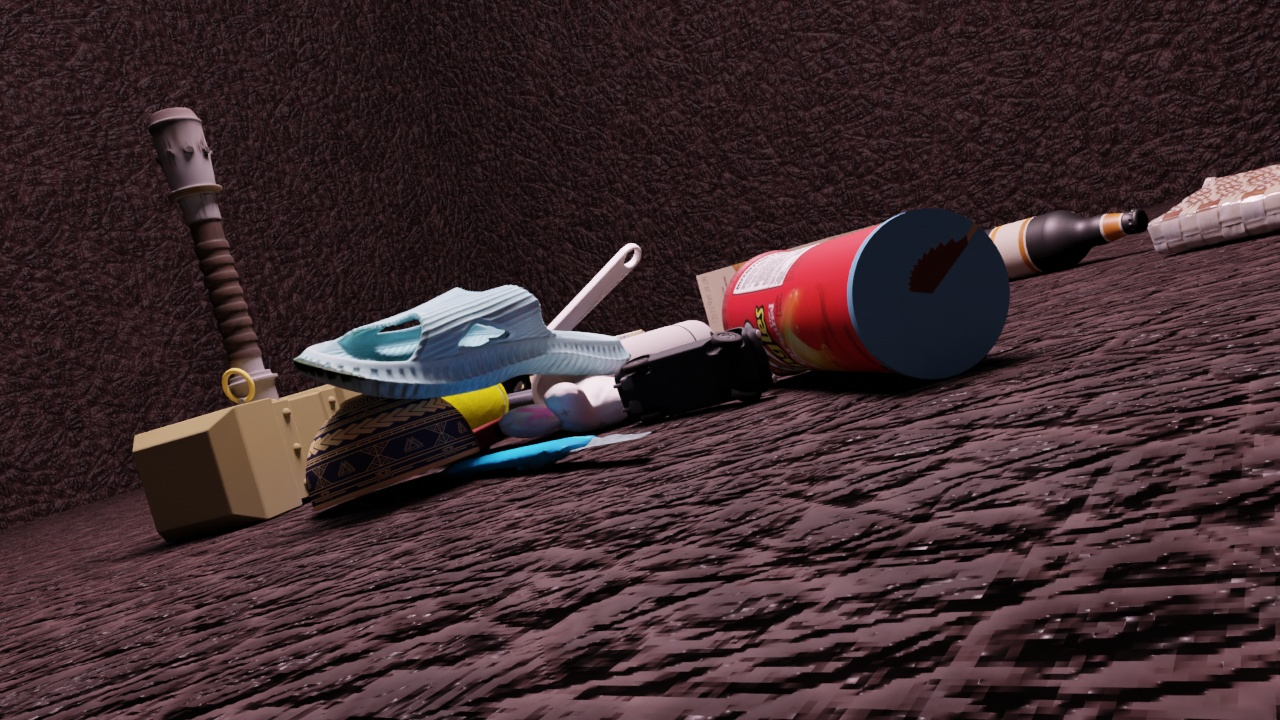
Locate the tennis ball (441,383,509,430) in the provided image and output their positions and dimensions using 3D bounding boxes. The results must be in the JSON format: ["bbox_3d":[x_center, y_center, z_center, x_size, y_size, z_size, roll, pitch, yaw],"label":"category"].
[{"bbox_3d":[-0.147,0.041,0.800,0.065,0.065,0.065,-16,2,1],"label":"tennis ball"}]

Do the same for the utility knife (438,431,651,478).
[{"bbox_3d":[-0.058,0.053,0.517,0.031,0.015,0.207,-19,0,-38],"label":"utility knife"}]

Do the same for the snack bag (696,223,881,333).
[{"bbox_3d":[0.173,-0.071,0.954,0.206,0.094,0.069,-15,3,11],"label":"snack bag"}]

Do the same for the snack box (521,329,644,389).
[{"bbox_3d":[-0.108,0.018,1.201,0.207,0.055,0.153,-17,3,-24],"label":"snack box"}]

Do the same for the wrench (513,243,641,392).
[{"bbox_3d":[-0.096,-0.033,1.046,0.273,0.018,0.066,-46,-34,-6],"label":"wrench"}]

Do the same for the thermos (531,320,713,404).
[{"bbox_3d":[-0.005,0.005,0.836,0.052,0.052,0.223,-14,4,39],"label":"thermos"}]

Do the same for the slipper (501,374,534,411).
[{"bbox_3d":[-0.071,0.004,1.001,0.111,0.083,0.267,-12,2,28],"label":"slipper"}]

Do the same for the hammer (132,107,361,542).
[{"bbox_3d":[-0.330,-0.041,0.740,0.101,0.325,0.190,-15,3,21],"label":"hammer"}]

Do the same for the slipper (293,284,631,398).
[{"bbox_3d":[-0.109,-0.018,0.632,0.116,0.069,0.275,5,6,39],"label":"slipper"}]

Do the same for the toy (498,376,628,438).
[{"bbox_3d":[-0.035,0.031,0.644,0.076,0.037,0.125,-19,-5,36],"label":"toy"}]

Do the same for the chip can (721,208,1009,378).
[{"bbox_3d":[0.117,-0.032,0.535,0.087,0.087,0.213,-16,3,-10],"label":"chip can"}]

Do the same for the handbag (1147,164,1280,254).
[{"bbox_3d":[0.510,-0.128,0.705,0.123,0.047,0.186,-26,7,-31],"label":"handbag"}]

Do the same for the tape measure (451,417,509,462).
[{"bbox_3d":[-0.120,0.060,0.705,0.059,0.019,0.051,-25,2,-8],"label":"tape measure"}]

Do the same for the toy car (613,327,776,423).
[{"bbox_3d":[0.033,0.010,0.579,0.112,0.046,0.034,-16,7,34],"label":"toy car"}]

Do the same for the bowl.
[{"bbox_3d":[-0.171,0.051,0.611,0.112,0.061,0.112,-20,-2,-1],"label":"bowl"}]

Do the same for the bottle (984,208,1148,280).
[{"bbox_3d":[0.422,-0.122,0.934,0.059,0.059,0.182,-17,3,-32],"label":"bottle"}]
